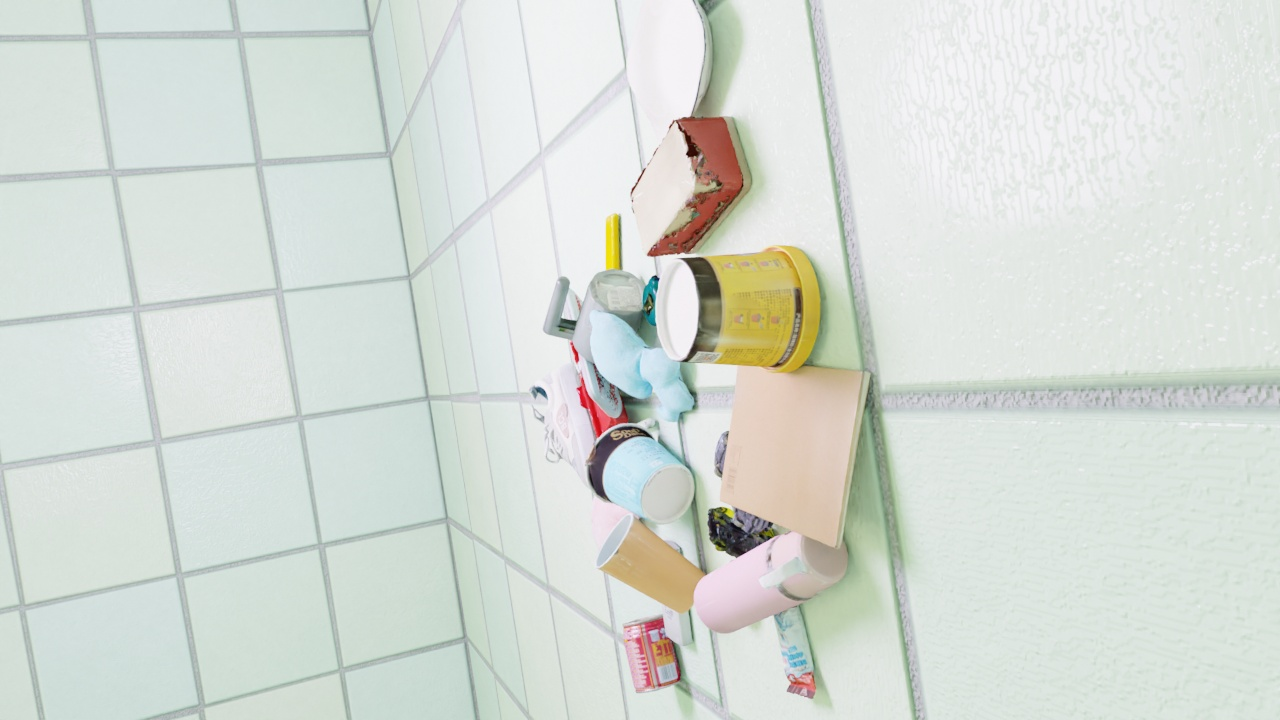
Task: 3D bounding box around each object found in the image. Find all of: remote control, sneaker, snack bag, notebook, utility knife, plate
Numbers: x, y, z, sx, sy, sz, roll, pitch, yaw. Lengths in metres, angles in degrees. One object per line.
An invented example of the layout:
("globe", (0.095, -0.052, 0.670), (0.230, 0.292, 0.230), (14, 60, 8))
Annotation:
("remote control", (0.043, 0.307, 1.218), (0.056, 0.019, 0.135), (180, 82, -68))
("sneaker", (-0.114, 0.106, 1.384), (0.089, 0.091, 0.242), (67, -179, -47))
("snack bag", (0.154, 0.285, 0.926), (0.048, 0.026, 0.104), (-20, 79, 59))
("notebook", (0.134, 0.077, 0.853), (0.212, 0.012, 0.149), (-173, 92, -68))
("utility knife", (-0.036, -0.125, 1.250), (0.033, 0.015, 0.154), (30, 126, 55))
("plate", (0.036, -0.321, 0.965), (0.165, 0.034, 0.163), (110, 144, -50))

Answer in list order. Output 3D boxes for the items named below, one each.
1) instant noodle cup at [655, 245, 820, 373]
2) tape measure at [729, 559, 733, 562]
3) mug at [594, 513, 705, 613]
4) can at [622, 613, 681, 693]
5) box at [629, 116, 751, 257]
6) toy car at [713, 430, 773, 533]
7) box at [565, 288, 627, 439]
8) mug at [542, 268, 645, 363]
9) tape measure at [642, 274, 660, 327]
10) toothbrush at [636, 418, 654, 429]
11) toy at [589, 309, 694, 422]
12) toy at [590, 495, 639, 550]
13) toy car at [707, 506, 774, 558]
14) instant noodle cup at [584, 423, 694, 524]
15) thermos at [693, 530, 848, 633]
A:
("instant noodle cup", (0.084, -0.046, 0.833), (0.119, 0.114, 0.118), (177, 90, -67))
("tape measure", (0.105, 0.266, 1.038), (0.060, 0.028, 0.057), (104, 148, -46))
("mug", (0.015, 0.253, 1.124), (0.078, 0.123, 0.078), (-53, 9, 12))
("can", (0.014, 0.403, 1.266), (0.067, 0.066, 0.093), (139, 119, -65))
("box", (0.040, -0.175, 0.957), (0.169, 0.077, 0.091), (133, 126, -64))
("toy car", (0.109, 0.126, 0.962), (0.120, 0.036, 0.054), (-114, 30, -48))
("box", (-0.066, 0.009, 1.297), (0.160, 0.065, 0.201), (85, 169, -53))
("mug", (-0.058, -0.060, 1.193), (0.104, 0.124, 0.083), (112, 167, -50))
("tape measure", (0.020, -0.068, 1.120), (0.055, 0.025, 0.058), (110, 145, -49))
("toothbrush", (-0.018, 0.101, 1.288), (0.190, 0.020, 0.029), (-31, 75, 66))
("toy", (-0.007, 0.007, 1.128), (0.157, 0.049, 0.161), (-5, 115, 49))
("toy", (-0.029, 0.240, 1.325), (0.160, 0.054, 0.121), (164, 97, -66))
("toy car", (0.112, 0.189, 0.986), (0.105, 0.032, 0.048), (16, 115, 54))
("instant noodle cup", (0.004, 0.149, 1.153), (0.120, 0.111, 0.111), (27, 123, 57))
("thermos", (0.117, 0.216, 0.888), (0.067, 0.087, 0.199), (63, 147, 13))
